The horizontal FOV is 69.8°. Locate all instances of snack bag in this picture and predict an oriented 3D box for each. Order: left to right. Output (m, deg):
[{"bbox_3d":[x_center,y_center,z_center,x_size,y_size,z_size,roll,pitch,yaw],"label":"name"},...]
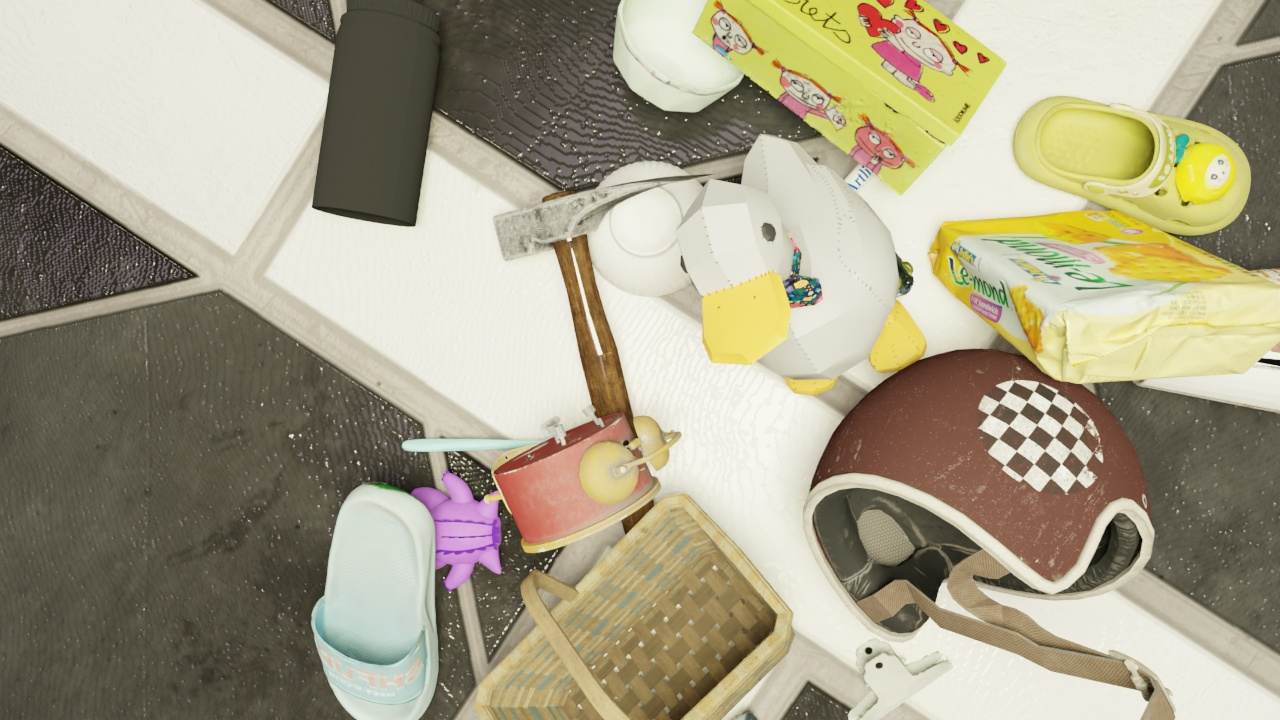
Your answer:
[{"bbox_3d":[0.328,-0.052,0.678,0.159,0.247,0.068,-6,114,-2],"label":"snack bag"}]

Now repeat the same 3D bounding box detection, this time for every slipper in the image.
[{"bbox_3d":[-0.224,0.214,0.762,0.104,0.074,0.246,14,115,9],"label":"slipper"},{"bbox_3d":[0.403,-0.167,0.740,0.190,0.081,0.091,19,89,6],"label":"slipper"}]

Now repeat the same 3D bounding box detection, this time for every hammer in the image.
[{"bbox_3d":[-0.005,0.004,0.745,0.218,0.037,0.300,-4,103,43],"label":"hammer"}]

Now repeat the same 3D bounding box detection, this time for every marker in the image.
[{"bbox_3d":[0.175,-0.144,0.786,0.017,0.017,0.145,43,93,2],"label":"marker"}]

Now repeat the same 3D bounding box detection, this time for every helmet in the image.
[{"bbox_3d":[0.244,0.114,0.666,0.234,0.234,0.252,44,60,7],"label":"helmet"}]

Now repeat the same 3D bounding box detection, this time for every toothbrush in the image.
[{"bbox_3d":[-0.125,0.075,0.797,0.181,0.016,0.017,0,118,15],"label":"toothbrush"}]

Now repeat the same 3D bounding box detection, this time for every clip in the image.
[{"bbox_3d":[0.211,0.269,0.794,0.102,0.046,0.056,-36,93,3],"label":"clip"}]

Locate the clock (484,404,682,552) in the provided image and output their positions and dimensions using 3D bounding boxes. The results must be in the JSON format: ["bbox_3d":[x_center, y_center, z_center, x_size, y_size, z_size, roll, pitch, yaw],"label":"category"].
[{"bbox_3d":[-0.041,0.079,0.702,0.159,0.116,0.081,-22,95,33],"label":"clock"}]

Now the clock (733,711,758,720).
[{"bbox_3d":[0.092,0.357,0.768,0.057,0.083,0.117,-26,86,9],"label":"clock"}]

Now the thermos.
[{"bbox_3d":[-0.219,-0.220,0.777,0.086,0.086,0.198,9,92,4],"label":"thermos"}]

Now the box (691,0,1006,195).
[{"bbox_3d":[0.164,-0.249,0.729,0.221,0.082,0.124,41,57,2],"label":"box"}]

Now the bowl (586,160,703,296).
[{"bbox_3d":[0.007,-0.114,0.775,0.118,0.062,0.118,0,91,4],"label":"bowl"}]

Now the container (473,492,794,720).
[{"bbox_3d":[-0.012,0.232,0.704,0.250,0.186,0.157,-46,56,3],"label":"container"}]

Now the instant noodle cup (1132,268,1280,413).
[{"bbox_3d":[0.463,-0.018,0.725,0.122,0.123,0.123,4,91,13],"label":"instant noodle cup"}]

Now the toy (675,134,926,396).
[{"bbox_3d":[0.109,-0.068,0.675,0.141,0.267,0.246,-19,55,27],"label":"toy"}]

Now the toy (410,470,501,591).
[{"bbox_3d":[-0.160,0.149,0.794,0.088,0.056,0.106,-1,91,5],"label":"toy"}]

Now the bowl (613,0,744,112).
[{"bbox_3d":[0.026,-0.253,0.763,0.117,0.061,0.117,10,62,-20],"label":"bowl"}]

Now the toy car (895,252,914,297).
[{"bbox_3d":[0.195,-0.090,0.777,0.090,0.038,0.028,50,134,3],"label":"toy car"}]
